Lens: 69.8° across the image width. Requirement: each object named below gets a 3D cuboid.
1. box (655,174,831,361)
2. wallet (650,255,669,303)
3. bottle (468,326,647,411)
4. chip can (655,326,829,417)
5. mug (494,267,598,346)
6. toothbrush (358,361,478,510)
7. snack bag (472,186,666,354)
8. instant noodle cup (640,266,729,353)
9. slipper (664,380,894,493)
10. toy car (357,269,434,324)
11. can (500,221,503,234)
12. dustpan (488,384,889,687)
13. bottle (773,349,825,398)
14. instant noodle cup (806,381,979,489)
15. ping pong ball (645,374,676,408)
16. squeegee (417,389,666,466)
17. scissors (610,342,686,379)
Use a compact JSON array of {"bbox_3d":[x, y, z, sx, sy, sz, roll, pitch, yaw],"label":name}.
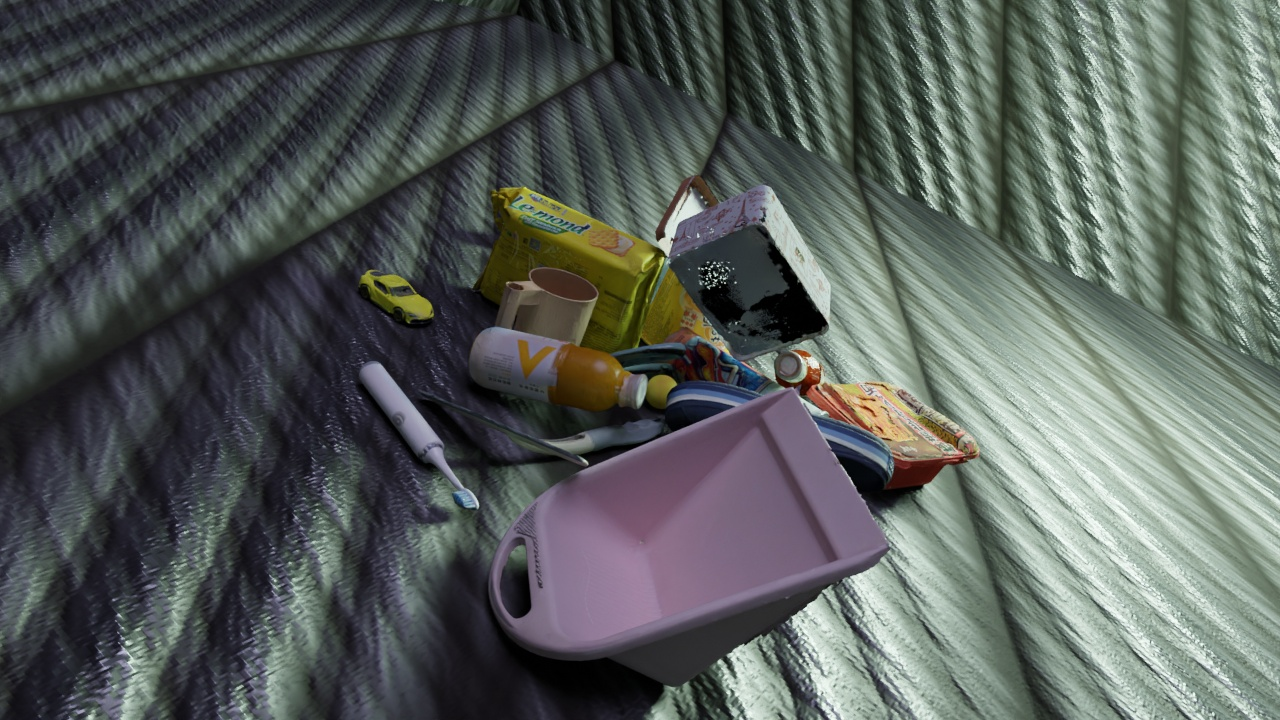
[{"bbox_3d":[0.131,-0.129,1.108,0.183,0.157,0.192,52,36,-30],"label":"box"},{"bbox_3d":[0.000,-0.099,1.273,0.019,0.097,0.120,36,29,22],"label":"wallet"},{"bbox_3d":[-0.087,0.013,0.973,0.190,0.068,0.067,13,23,15],"label":"bottle"},{"bbox_3d":[0.120,0.038,1.116,0.215,0.071,0.071,34,28,27],"label":"chip can"},{"bbox_3d":[-0.117,-0.043,1.060,0.124,0.104,0.084,-9,38,-46],"label":"mug"},{"bbox_3d":[-0.208,0.069,0.859,0.026,0.027,0.221,2,31,-45],"label":"toothbrush"},{"bbox_3d":[-0.092,-0.103,1.140,0.246,0.158,0.068,26,32,14],"label":"snack bag"},{"bbox_3d":[0.076,-0.070,1.256,0.138,0.110,0.137,18,24,-8],"label":"instant noodle cup"},{"bbox_3d":[0.141,0.100,0.990,0.253,0.105,0.095,16,59,15],"label":"slipper"},{"bbox_3d":[-0.288,-0.077,1.089,0.105,0.032,0.048,34,28,23],"label":"toy car"},{"bbox_3d":[-0.137,-0.193,1.406,0.146,0.058,0.058,4,30,-31],"label":"can"},{"bbox_3d":[0.020,0.126,0.710,0.139,0.274,0.222,37,14,-26],"label":"dustpan"},{"bbox_3d":[0.197,0.014,1.154,0.060,0.060,0.206,28,3,16],"label":"bottle"},{"bbox_3d":[0.302,0.094,1.131,0.188,0.079,0.164,1,31,-38],"label":"instant noodle cup"},{"bbox_3d":[0.025,0.037,1.082,0.040,0.040,0.040,17,25,-8],"label":"ping pong ball"},{"bbox_3d":[-0.060,0.077,0.939,0.247,0.039,0.246,16,9,42],"label":"squeegee"},{"bbox_3d":[-0.006,0.006,1.060,0.171,0.019,0.178,-13,-11,29],"label":"scissors"}]
